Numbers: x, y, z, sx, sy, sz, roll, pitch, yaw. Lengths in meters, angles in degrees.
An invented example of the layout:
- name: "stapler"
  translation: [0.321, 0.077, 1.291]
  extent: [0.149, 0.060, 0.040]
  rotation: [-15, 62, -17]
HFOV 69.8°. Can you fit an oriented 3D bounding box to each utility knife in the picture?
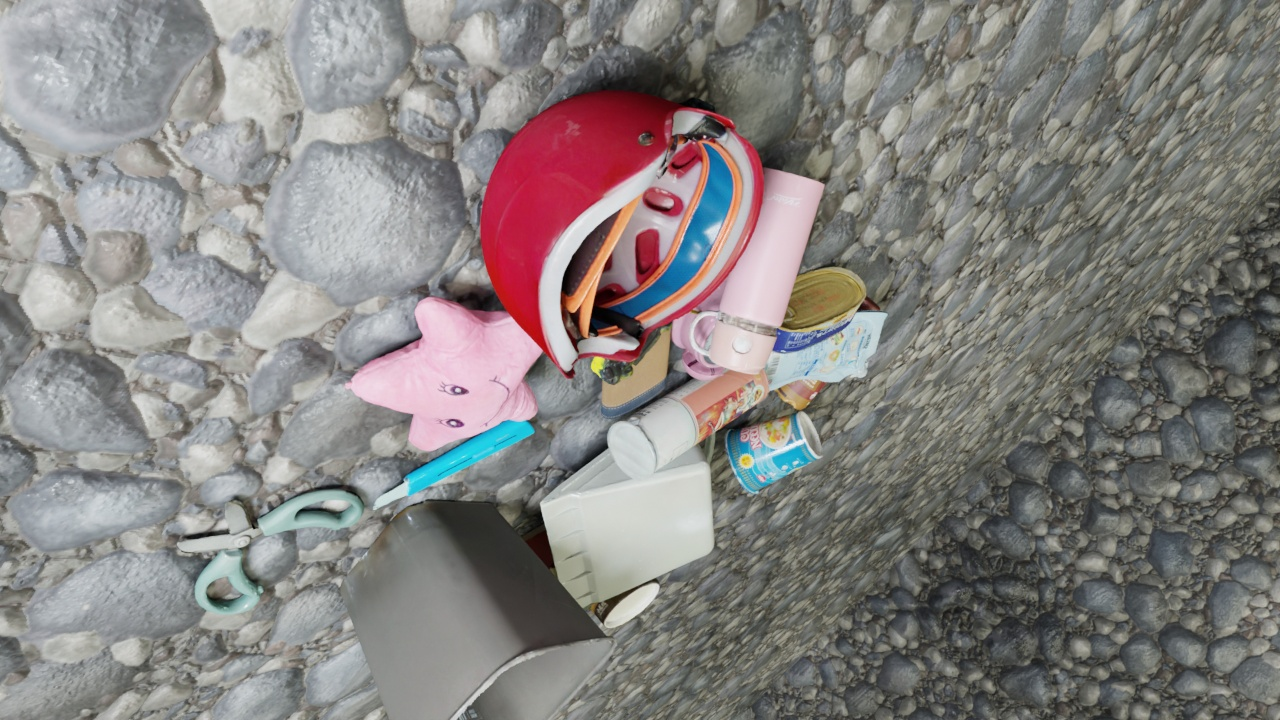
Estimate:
- name: "utility knife"
  translation: [-0.187, 0.102, 0.922]
  extent: [0.178, 0.018, 0.034]
  rotation: [-28, 149, -19]

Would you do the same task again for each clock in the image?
- name: "clock"
  translation: [0.092, -0.037, 1.017]
  extent: [0.117, 0.060, 0.159]
  rotation: [-34, 151, -12]

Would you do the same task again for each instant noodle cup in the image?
- name: "instant noodle cup"
  translation: [0.188, 0.121, 1.271]
  extent: [0.110, 0.099, 0.099]
  rotation: [-26, 157, 23]
- name: "instant noodle cup"
  translation: [-0.042, 0.288, 1.247]
  extent: [0.118, 0.114, 0.119]
  rotation: [-30, 150, -20]

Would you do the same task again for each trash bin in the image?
- name: "trash bin"
  translation: [-0.183, 0.280, 0.962]
  extent: [0.199, 0.219, 0.198]
  rotation: [-50, 150, 15]

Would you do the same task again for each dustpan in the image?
- name: "dustpan"
  translation: [-0.002, 0.166, 1.152]
  extent: [0.257, 0.142, 0.223]
  rotation: [-15, 130, -11]

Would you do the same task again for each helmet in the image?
- name: "helmet"
  translation: [-0.023, -0.113, 0.699]
  extent: [0.239, 0.144, 0.207]
  rotation: [-22, 141, -52]

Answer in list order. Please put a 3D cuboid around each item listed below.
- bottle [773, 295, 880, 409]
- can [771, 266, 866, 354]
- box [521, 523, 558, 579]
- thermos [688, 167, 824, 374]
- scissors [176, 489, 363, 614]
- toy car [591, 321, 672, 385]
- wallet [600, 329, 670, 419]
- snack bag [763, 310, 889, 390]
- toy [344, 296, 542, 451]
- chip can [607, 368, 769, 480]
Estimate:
- name: "bottle"
  translation: [0.252, -0.014, 1.240]
  extent: [0.057, 0.057, 0.175]
  rotation: [8, 125, -54]
- name: "can"
  translation: [0.203, -0.061, 1.104]
  extent: [0.147, 0.074, 0.049]
  rotation: [-24, 150, -26]
- name: "box"
  translation: [-0.152, 0.282, 1.146]
  extent: [0.168, 0.077, 0.091]
  rotation: [-26, 147, -24]
- name: "thermos"
  translation: [0.112, -0.089, 0.908]
  extent: [0.067, 0.087, 0.199]
  rotation: [-44, 152, -77]
- name: "scissors"
  translation: [-0.330, 0.166, 0.839]
  extent: [0.178, 0.019, 0.171]
  rotation: [-20, 144, -31]
- name: "toy car"
  translation: [-0.006, -0.026, 0.839]
  extent: [0.105, 0.032, 0.048]
  rotation: [-49, 152, -13]
- name: "wallet"
  translation: [-0.006, 0.006, 0.991]
  extent: [0.090, 0.033, 0.115]
  rotation: [-30, 148, -25]
- name: "snack bag"
  translation: [0.221, -0.011, 1.170]
  extent: [0.190, 0.039, 0.110]
  rotation: [-8, 122, -18]
- name: "toy"
  translation: [-0.161, 0.018, 0.780]
  extent: [0.178, 0.074, 0.195]
  rotation: [-4, 142, -27]
- name: "chip can"
  translation: [0.060, 0.060, 1.069]
  extent: [0.214, 0.071, 0.071]
  rotation: [-29, 150, -40]
